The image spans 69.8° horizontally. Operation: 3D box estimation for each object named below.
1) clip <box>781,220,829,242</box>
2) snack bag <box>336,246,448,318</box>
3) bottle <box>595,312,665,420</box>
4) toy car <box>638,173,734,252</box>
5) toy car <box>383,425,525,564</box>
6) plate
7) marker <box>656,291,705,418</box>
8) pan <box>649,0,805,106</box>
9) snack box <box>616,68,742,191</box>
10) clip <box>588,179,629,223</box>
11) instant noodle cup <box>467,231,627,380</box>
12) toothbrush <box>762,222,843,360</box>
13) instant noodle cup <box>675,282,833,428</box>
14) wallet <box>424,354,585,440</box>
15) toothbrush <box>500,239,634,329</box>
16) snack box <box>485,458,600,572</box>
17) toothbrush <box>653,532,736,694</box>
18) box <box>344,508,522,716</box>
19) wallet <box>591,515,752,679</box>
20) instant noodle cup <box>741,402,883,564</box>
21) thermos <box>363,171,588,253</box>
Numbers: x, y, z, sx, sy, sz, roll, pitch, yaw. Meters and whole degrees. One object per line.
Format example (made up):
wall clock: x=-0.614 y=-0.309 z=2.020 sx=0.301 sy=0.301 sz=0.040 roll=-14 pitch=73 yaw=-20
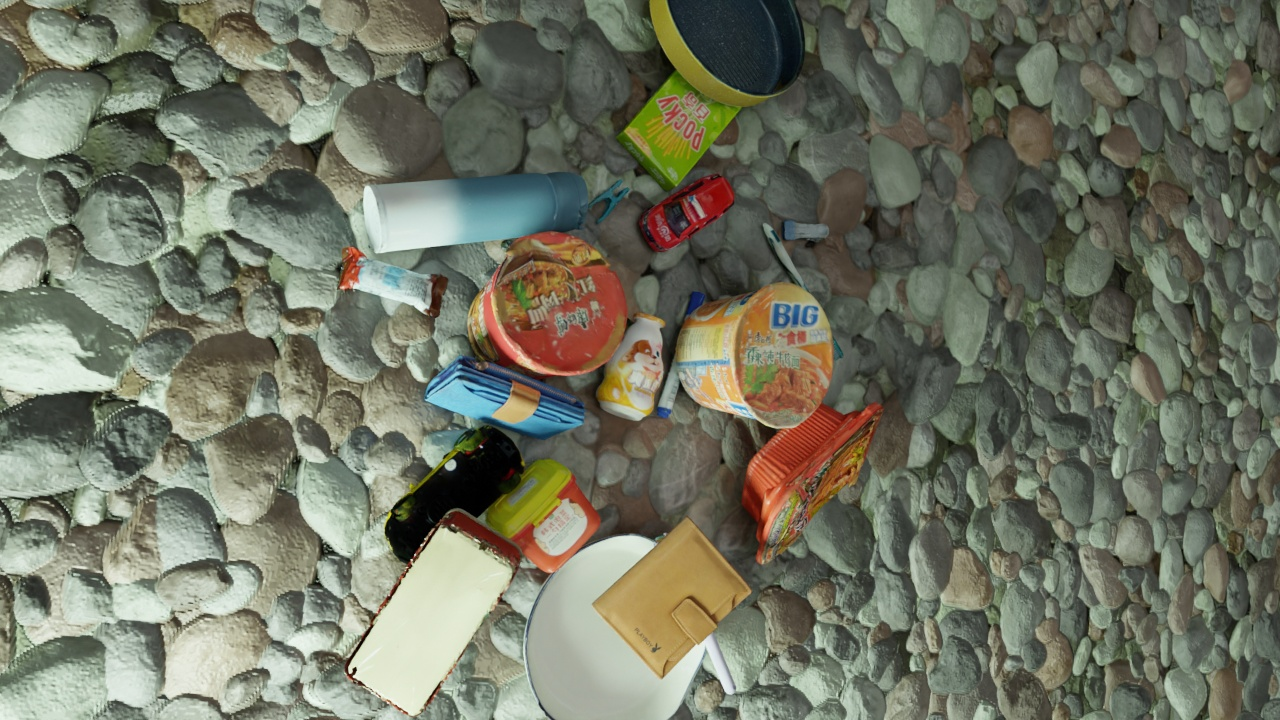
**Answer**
clip: x=0.196 y=-0.154 z=1.096 sx=0.056 sy=0.028 sz=0.024 roll=4 pitch=84 yaw=-16
snack bag: x=-0.236 y=-0.075 z=0.875 sx=0.105 sy=0.026 sz=0.045 roll=17 pitch=71 yaw=-25
bottle: x=-0.006 y=0.006 z=0.962 sx=0.063 sy=0.063 sz=0.108 roll=22 pitch=79 yaw=-24
toy car: x=0.053 y=-0.165 z=1.013 sx=0.120 sy=0.045 sz=0.053 roll=-35 pitch=101 yaw=-21
toy car: x=-0.180 y=0.128 z=0.881 sx=0.155 sy=0.041 sz=0.071 roll=-46 pitch=106 yaw=-17
plate: x=-0.028 y=0.282 z=0.946 sx=0.204 sy=0.046 sz=0.205 roll=2 pitch=86 yaw=-25
marker: x=0.045 y=-0.007 z=1.015 sx=0.017 sy=0.017 sz=0.145 roll=22 pitch=78 yaw=-24
pan: x=0.058 y=-0.443 z=0.997 sx=0.357 sy=0.078 sz=0.197 roll=50 pitch=55 yaw=-12
snack box: x=0.050 y=-0.274 z=1.028 sx=0.086 sy=0.026 sz=0.156 roll=44 pitch=70 yaw=-16
clip: x=-0.034 y=-0.172 z=0.988 sx=0.056 sy=0.014 sz=0.041 roll=-45 pitch=106 yaw=-20
instant noodle cup: x=-0.096 y=-0.041 z=0.886 sx=0.137 sy=0.109 sz=0.137 roll=8 pitch=73 yaw=-29
toothbrush: x=0.192 y=-0.080 z=1.093 sx=0.018 sy=0.016 sz=0.191 roll=-35 pitch=103 yaw=-13
instant noodle cup: x=0.117 y=-0.005 z=0.986 sx=0.151 sy=0.112 sz=0.151 roll=-1 pitch=91 yaw=-36
wallet: x=-0.129 y=0.041 z=0.876 sx=0.133 sy=0.107 sz=0.040 roll=21 pitch=66 yaw=-24
toothbrush: x=-0.066 y=-0.074 z=0.963 sx=0.185 sy=0.017 sz=0.012 roll=32 pitch=71 yaw=-21
snack box: x=-0.092 y=0.155 z=0.903 sx=0.091 sy=0.082 sz=0.080 roll=-44 pitch=114 yaw=-15
toothbrush: x=0.059 y=0.266 z=0.954 sx=0.029 sy=0.021 sz=0.189 roll=-38 pitch=107 yaw=-57
box: x=-0.182 y=0.226 z=0.818 sx=0.091 sy=0.078 sz=0.168 roll=33 pitch=93 yaw=-3
wallet: x=0.033 y=0.238 z=0.920 sx=0.131 sy=0.031 sz=0.108 roll=-41 pitch=101 yaw=-7
instant noodle cup: x=0.180 y=0.122 z=1.007 sx=0.188 sy=0.165 sz=0.079 roll=-39 pitch=64 yaw=-23
thermos: x=-0.156 y=-0.149 z=0.900 sx=0.220 sy=0.070 sz=0.070 roll=-11 pitch=92 yaw=-27
